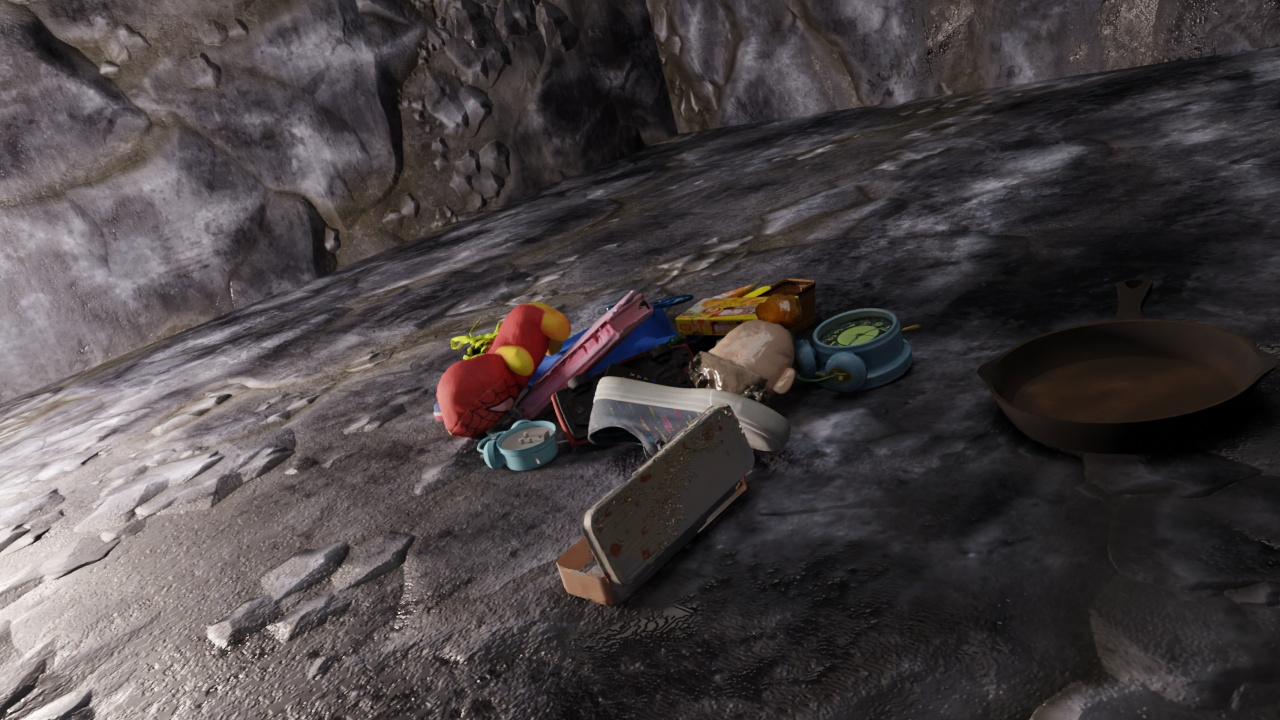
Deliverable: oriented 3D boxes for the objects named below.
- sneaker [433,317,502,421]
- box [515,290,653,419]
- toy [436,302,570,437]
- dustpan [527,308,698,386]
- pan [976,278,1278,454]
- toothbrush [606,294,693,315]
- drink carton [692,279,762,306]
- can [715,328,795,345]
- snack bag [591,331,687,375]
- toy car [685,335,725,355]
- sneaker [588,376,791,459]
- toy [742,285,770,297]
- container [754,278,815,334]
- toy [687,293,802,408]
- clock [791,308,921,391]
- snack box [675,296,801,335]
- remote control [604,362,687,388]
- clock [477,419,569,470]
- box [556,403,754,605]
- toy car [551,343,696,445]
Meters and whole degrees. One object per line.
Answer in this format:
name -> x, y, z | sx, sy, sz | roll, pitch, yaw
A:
sneaker -> -0.244, 0.010, 1.376 | 0.116, 0.091, 0.241 | -5, 23, 23
box -> -0.080, -0.006, 1.198 | 0.234, 0.046, 0.097 | -41, -2, 43
toy -> -0.190, 0.014, 1.241 | 0.215, 0.099, 0.148 | -47, -7, -20
dustpan -> -0.016, -0.031, 1.341 | 0.244, 0.059, 0.258 | -31, 10, -36
pan -> 0.482, -0.003, 0.916 | 0.249, 0.043, 0.354 | -2, 23, 33
toothbrush -> 0.015, -0.081, 1.347 | 0.132, 0.016, 0.021 | -9, 21, -11
drink carton -> 0.135, -0.090, 1.424 | 0.122, 0.039, 0.069 | -28, -11, -28
can -> 0.148, -0.017, 1.201 | 0.101, 0.053, 0.053 | -20, 20, -11
snack bag -> -0.007, 0.007, 1.208 | 0.155, 0.044, 0.087 | -32, -12, 4
toy car -> 0.102, -0.031, 1.300 | 0.092, 0.036, 0.042 | -32, 13, 29
sneaker -> 0.046, 0.076, 0.990 | 0.236, 0.087, 0.079 | 8, 65, 31
toy -> 0.182, -0.083, 1.374 | 0.094, 0.041, 0.095 | -24, 21, -7
container -> 0.194, -0.067, 1.289 | 0.113, 0.061, 0.063 | -28, 23, -31
toy -> 0.133, -0.002, 1.081 | 0.133, 0.076, 0.175 | 29, 80, 38
clock -> 0.247, -0.006, 1.087 | 0.161, 0.060, 0.118 | -31, 26, -26
snack box -> 0.128, -0.059, 1.205 | 0.152, 0.025, 0.075 | 2, 26, 39
remote control -> 0.017, 0.038, 1.101 | 0.125, 0.010, 0.039 | 22, 68, 3
clock -> -0.151, 0.101, 1.129 | 0.123, 0.042, 0.087 | 3, 27, 38
box -> 0.014, 0.136, 0.861 | 0.215, 0.095, 0.108 | -34, 2, -41
toy car -> -0.012, 0.041, 1.132 | 0.189, 0.081, 0.056 | -20, -19, -16
